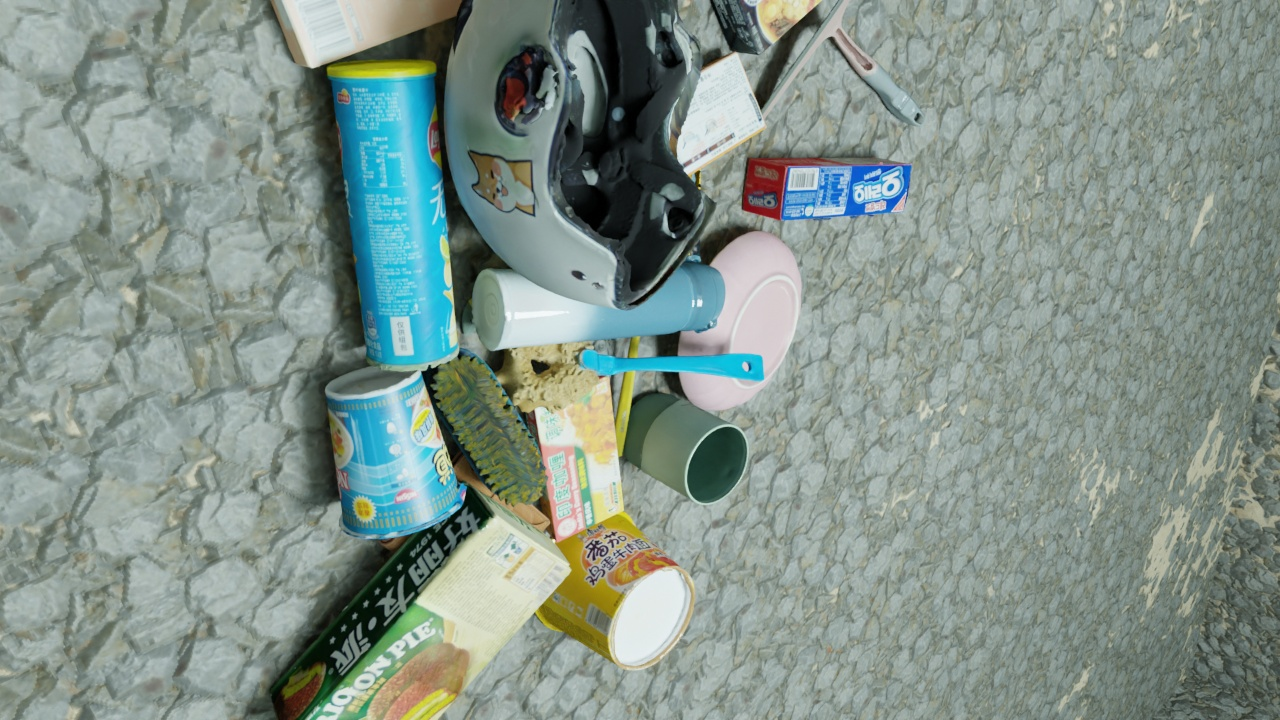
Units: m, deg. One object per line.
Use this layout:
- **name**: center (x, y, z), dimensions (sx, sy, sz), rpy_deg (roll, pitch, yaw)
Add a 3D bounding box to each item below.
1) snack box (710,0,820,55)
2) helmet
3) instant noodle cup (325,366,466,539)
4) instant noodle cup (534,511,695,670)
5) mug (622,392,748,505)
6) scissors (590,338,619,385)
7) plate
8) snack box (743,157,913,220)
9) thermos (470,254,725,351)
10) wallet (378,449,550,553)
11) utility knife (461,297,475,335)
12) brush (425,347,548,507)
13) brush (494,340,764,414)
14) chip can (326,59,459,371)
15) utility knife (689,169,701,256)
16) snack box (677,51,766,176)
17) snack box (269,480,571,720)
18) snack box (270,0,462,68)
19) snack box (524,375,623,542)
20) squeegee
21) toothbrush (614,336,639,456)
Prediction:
- **snack box**: center (0.112, -0.358, 0.816), dimensions (0.125, 0.053, 0.113), rpy_deg (-44, 131, -12)
- **helmet**: center (-0.056, -0.173, 0.659), dimensions (0.229, 0.157, 0.274), rpy_deg (-46, 132, -56)
- **instant noodle cup**: center (-0.191, 0.063, 0.696), dimensions (0.099, 0.099, 0.110), rpy_deg (-21, 112, -34)
- **instant noodle cup**: center (-0.021, 0.227, 0.898), dimensions (0.137, 0.110, 0.138), rpy_deg (-18, 118, -37)
- **mug**: center (0.047, 0.088, 0.901), dimensions (0.111, 0.106, 0.082), rpy_deg (33, 83, -44)
- **scissors**: center (-0.040, -0.055, 0.826), dimensions (0.170, 0.019, 0.181), rpy_deg (-56, 135, -7)
- **plate**: center (0.112, -0.034, 0.932), dimensions (0.191, 0.039, 0.193), rpy_deg (-29, 131, -40)
- **snack box**: center (0.200, -0.182, 0.958), dimensions (0.207, 0.058, 0.057), rpy_deg (-11, 114, -38)
- **thermos**: center (-0.028, -0.050, 0.765), dimensions (0.220, 0.070, 0.070), rpy_deg (-7, 112, -32)
- **wallet**: center (-0.151, 0.148, 0.806), dimensions (0.107, 0.031, 0.132), rpy_deg (-49, 134, -12)
- **utility knife**: center (-0.059, -0.083, 0.770), dimensions (0.212, 0.022, 0.031), rpy_deg (-29, 125, -8)
- **brush**: center (-0.127, 0.052, 0.751), dimensions (0.055, 0.073, 0.144), rpy_deg (-34, 109, -13)
- **brush**: center (-0.005, 0.005, 0.805), dimensions (0.254, 0.046, 0.083), rpy_deg (1, 76, -19)
- **chip can**: center (-0.172, -0.101, 0.652), dimensions (0.071, 0.071, 0.210), rpy_deg (-18, 120, -36)
- **utility knife**: center (0.046, -0.139, 0.856), dimensions (0.033, 0.015, 0.171), rpy_deg (-18, 112, -52)
- **snack box**: center (0.042, -0.209, 0.814), dimensions (0.153, 0.026, 0.075), rpy_deg (-36, 111, -26)
- **snack box**: center (-0.179, 0.224, 0.762), dimensions (0.240, 0.063, 0.114), rpy_deg (-48, 133, -2)
- **snack box**: center (-0.172, -0.263, 0.614), dimensions (0.157, 0.026, 0.084), rpy_deg (-33, 126, -28)
- **snack box**: center (-0.060, 0.089, 0.853), dimensions (0.076, 0.027, 0.156), rpy_deg (-21, 123, -26)
- **squeegee**: center (0.238, -0.304, 0.955), dimensions (0.249, 0.040, 0.248), rpy_deg (20, 109, -50)
- **toothbrush**: center (-0.013, 0.005, 0.857), dimensions (0.016, 0.016, 0.190), rpy_deg (-10, 120, -37)
